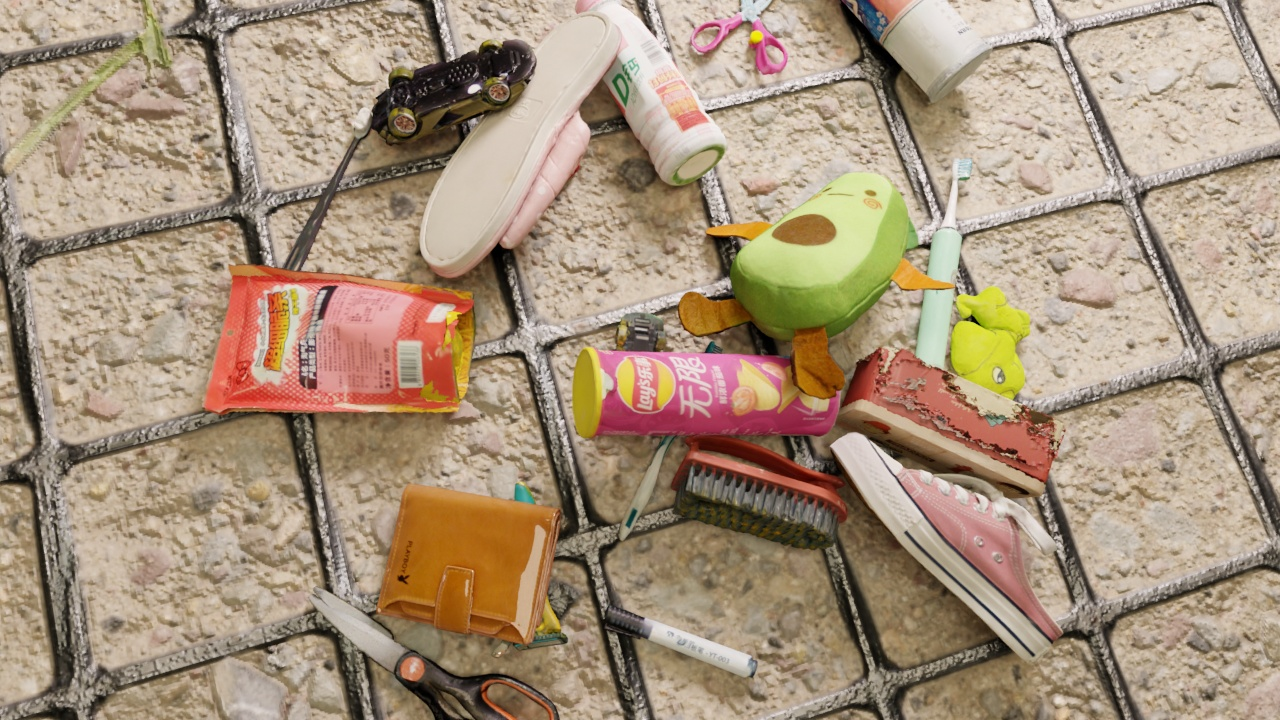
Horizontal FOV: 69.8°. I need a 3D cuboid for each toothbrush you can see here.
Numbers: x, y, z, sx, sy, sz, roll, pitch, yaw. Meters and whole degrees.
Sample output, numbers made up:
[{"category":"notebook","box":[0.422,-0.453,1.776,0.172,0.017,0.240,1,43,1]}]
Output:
[{"category":"toothbrush","box":[0.027,0.068,0.784,0.018,0.016,0.191,29,74,-9]},{"category":"toothbrush","box":[-0.275,-0.144,0.805,0.015,0.018,0.181,22,76,-4]},{"category":"toothbrush","box":[0.278,-0.086,0.843,0.027,0.026,0.224,3,72,32]}]

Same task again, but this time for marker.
[{"category":"marker","box":[0.032,0.229,0.743,0.131,0.018,0.022,21,83,0]}]

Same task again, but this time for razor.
[{"category":"razor","box":[-0.087,0.164,0.740,0.043,0.028,0.132,-12,78,12]}]

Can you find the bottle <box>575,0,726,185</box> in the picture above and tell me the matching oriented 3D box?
[{"category":"bottle","box":[0.003,-0.255,0.838,0.068,0.068,0.197,-28,77,-12]}]

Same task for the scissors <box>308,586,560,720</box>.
[{"category":"scissors","box":[-0.175,0.260,0.710,0.235,0.022,0.136,17,75,-2]}]

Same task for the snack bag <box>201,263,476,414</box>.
[{"category":"snack bag","box":[-0.245,-0.014,0.754,0.208,0.073,0.128,2,72,0]}]

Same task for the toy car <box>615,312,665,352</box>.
[{"category":"toy car","box":[-0.005,0.005,0.783,0.043,0.036,0.091,8,90,-12]}]

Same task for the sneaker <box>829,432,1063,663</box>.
[{"category":"sneaker","box":[0.259,0.135,0.746,0.241,0.118,0.088,44,93,0]}]

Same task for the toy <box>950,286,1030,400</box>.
[{"category":"toy","box":[0.313,-0.014,0.826,0.096,0.031,0.100,44,71,5]}]

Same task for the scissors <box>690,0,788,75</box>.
[{"category":"scissors","box":[0.099,-0.333,0.893,0.125,0.017,0.133,-8,73,-5]}]

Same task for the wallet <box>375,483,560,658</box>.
[{"category":"wallet","box":[-0.136,0.165,0.722,0.131,0.035,0.119,7,73,13]}]

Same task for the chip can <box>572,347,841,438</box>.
[{"category":"chip can","box":[0.054,0.027,0.746,0.210,0.072,0.071,1,75,-19]}]

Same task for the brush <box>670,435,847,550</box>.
[{"category":"brush","box":[0.102,0.107,0.759,0.146,0.063,0.069,16,56,-3]}]

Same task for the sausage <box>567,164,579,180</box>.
[{"category":"sausage","box":[-0.109,-0.136,0.818,0.155,0.020,0.020,-43,84,-13]}]

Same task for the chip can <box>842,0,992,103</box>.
[{"category":"chip can","box":[0.238,-0.352,0.882,0.071,0.071,0.214,-37,82,-13]}]

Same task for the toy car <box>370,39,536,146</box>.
[{"category":"toy car","box":[-0.163,-0.235,0.803,0.158,0.042,0.070,-17,53,9]}]

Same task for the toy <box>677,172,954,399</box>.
[{"category":"toy","box":[0.150,-0.081,0.779,0.227,0.090,0.246,23,53,27]}]

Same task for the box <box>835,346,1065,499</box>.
[{"category":"box","box":[0.261,0.047,0.774,0.168,0.091,0.079,24,78,0]}]

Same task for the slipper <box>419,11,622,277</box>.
[{"category":"slipper","box":[-0.097,-0.184,0.795,0.114,0.054,0.274,18,74,40]}]
